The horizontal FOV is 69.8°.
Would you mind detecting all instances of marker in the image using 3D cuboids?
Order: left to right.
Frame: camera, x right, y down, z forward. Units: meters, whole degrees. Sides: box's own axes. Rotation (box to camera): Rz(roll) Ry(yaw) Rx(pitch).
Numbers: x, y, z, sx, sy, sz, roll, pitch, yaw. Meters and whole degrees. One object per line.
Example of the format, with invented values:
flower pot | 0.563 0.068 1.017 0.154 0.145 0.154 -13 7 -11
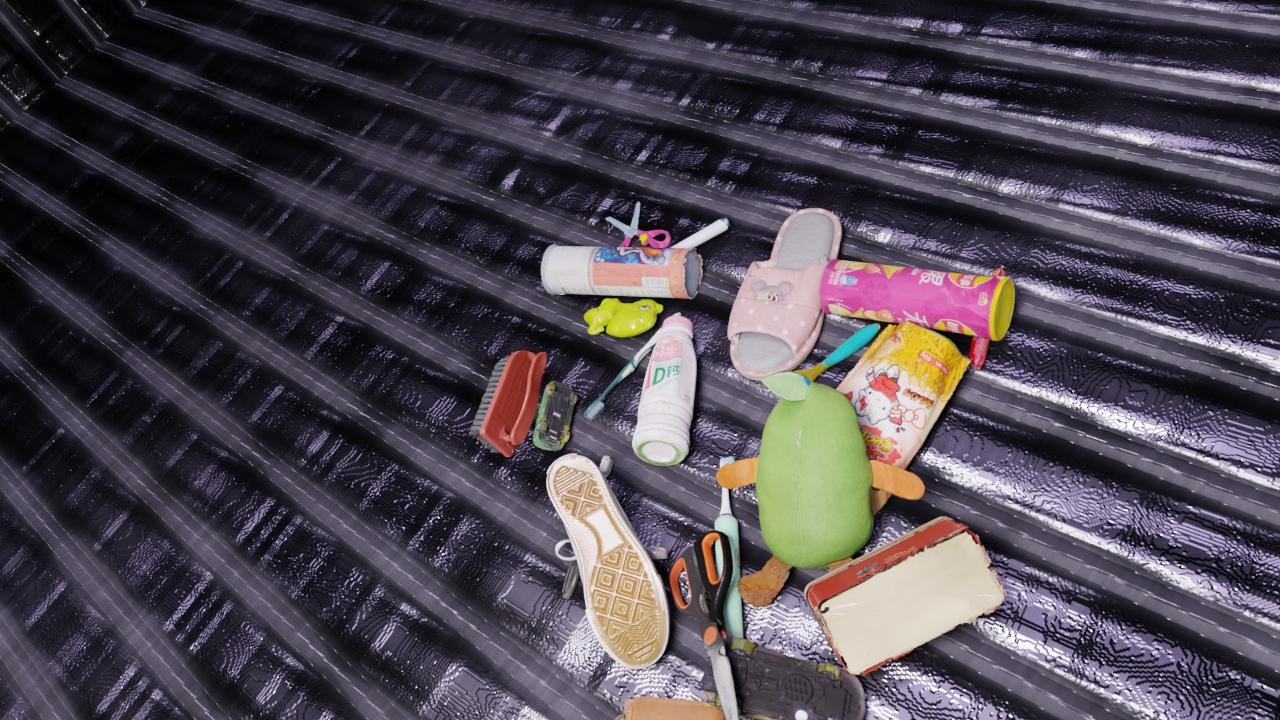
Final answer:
marker | 0.066 -0.164 1.286 0.131 0.018 0.022 -30 69 0

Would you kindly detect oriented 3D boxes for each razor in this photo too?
razor | 0.232 -0.003 1.099 0.132 0.028 0.043 -36 74 -2

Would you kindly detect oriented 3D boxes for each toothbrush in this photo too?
toothbrush | -0.062 0.194 1.082 0.016 0.018 0.180 8 61 17
toothbrush | -0.007 0.007 1.194 0.018 0.016 0.191 35 74 26
toothbrush | 0.096 0.205 1.005 0.027 0.026 0.224 -15 51 21

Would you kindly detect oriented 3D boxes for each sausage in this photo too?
sausage | 0.405 -0.051 1.072 0.020 0.020 0.155 10 60 27

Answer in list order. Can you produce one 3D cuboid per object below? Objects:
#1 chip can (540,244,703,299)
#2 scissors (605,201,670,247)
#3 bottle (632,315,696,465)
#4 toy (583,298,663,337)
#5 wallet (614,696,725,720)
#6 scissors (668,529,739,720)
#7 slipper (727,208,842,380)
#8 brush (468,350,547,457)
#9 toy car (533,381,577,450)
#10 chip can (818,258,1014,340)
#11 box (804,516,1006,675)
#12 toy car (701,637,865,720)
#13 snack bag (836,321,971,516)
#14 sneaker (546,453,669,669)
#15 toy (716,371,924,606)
chip can | -0.026 -0.121 1.257 0.215 0.071 0.071 4 58 24
scissors | -0.016 -0.179 1.332 0.125 0.017 0.133 -46 48 -10
bottle | 0.036 0.031 1.129 0.068 0.068 0.196 -4 51 19
toy | -0.023 -0.057 1.234 0.096 0.031 0.100 -37 43 -23
wallet | 0.019 0.396 0.892 0.119 0.035 0.130 -3 54 19
scissors | 0.066 0.279 0.928 0.137 0.021 0.234 -33 36 40
slipper | 0.187 -0.095 1.166 0.114 0.054 0.273 11 61 27
brush | -0.164 0.049 1.195 0.069 0.063 0.145 -7 51 31
toy car | -0.111 0.071 1.169 0.036 0.043 0.091 -25 46 53
chip can | 0.319 -0.074 1.074 0.211 0.071 0.071 12 61 35
box | 0.252 0.227 0.873 0.168 0.079 0.091 -27 92 2
toy car | 0.138 0.322 0.891 0.158 0.042 0.070 11 53 16
snack bag | 0.267 0.058 1.028 0.129 0.073 0.207 32 79 35
sneaker | -0.033 0.217 1.009 0.118 0.088 0.241 -26 74 1
toy | 0.181 0.136 0.962 0.227 0.090 0.246 -1 81 25
